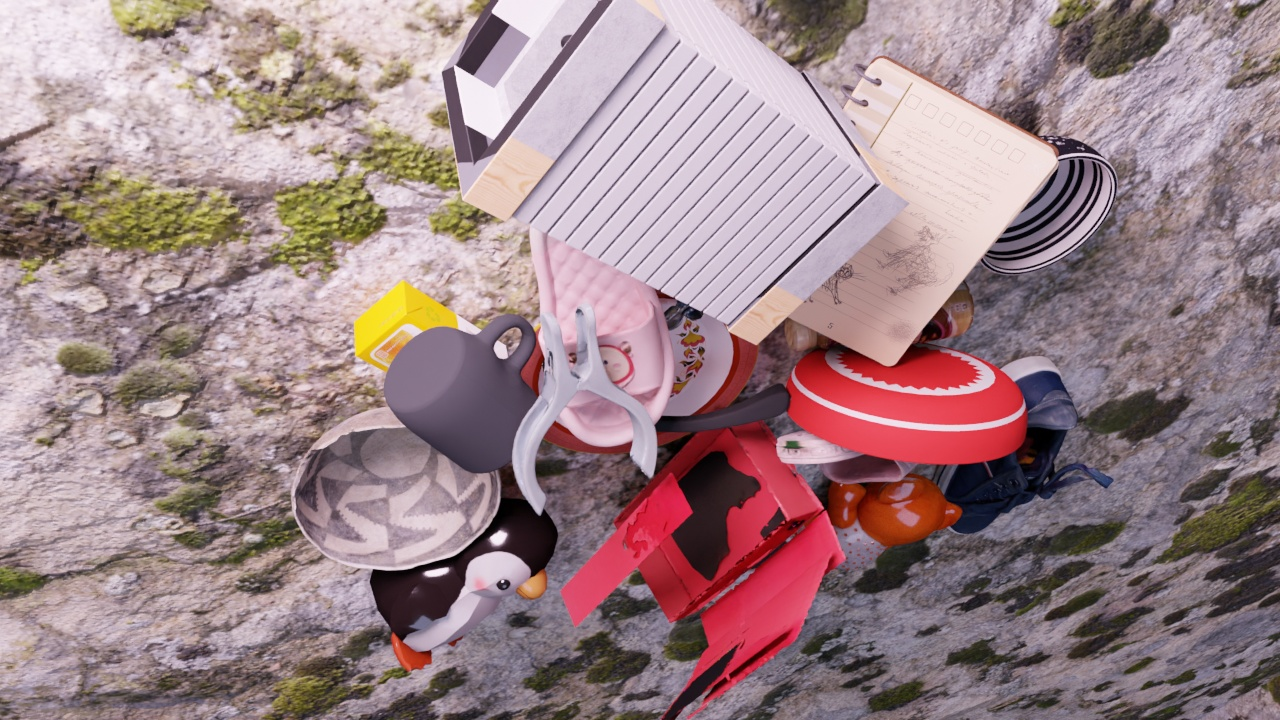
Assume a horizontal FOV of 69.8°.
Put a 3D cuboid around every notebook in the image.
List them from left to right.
[{"bbox_3d":[0.190,-0.108,0.730,0.167,0.024,0.226,26,127,-5],"label":"notebook"}]

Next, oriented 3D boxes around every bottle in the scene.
[{"bbox_3d":[0.215,-0.038,0.836,0.166,0.059,0.060,-10,138,-7],"label":"bottle"}]

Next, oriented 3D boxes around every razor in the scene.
[{"bbox_3d":[-0.017,-0.018,0.772,0.144,0.022,0.043,-24,137,8],"label":"razor"}]

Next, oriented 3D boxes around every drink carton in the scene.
[{"bbox_3d":[-0.167,-0.007,0.755,0.059,0.040,0.122,-36,135,19],"label":"drink carton"}]

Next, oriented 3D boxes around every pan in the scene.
[{"bbox_3d":[0.162,0.033,0.817,0.356,0.208,0.067,1,109,-4],"label":"pan"}]

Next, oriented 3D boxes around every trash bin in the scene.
[{"bbox_3d":[0.021,-0.145,0.595,0.246,0.142,0.143,23,124,-36],"label":"trash bin"}]

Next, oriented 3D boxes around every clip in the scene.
[{"bbox_3d":[-0.070,0.051,0.693,0.158,0.030,0.174,-32,121,-15],"label":"clip"}]

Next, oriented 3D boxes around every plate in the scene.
[{"bbox_3d":[-0.005,0.005,0.836,0.229,0.021,0.230,-9,138,-9],"label":"plate"}]

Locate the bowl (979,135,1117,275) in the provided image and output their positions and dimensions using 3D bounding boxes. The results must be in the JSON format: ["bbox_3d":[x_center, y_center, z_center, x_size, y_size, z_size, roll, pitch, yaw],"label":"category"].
[{"bbox_3d":[0.319,-0.138,0.760,0.120,0.066,0.120,-10,138,-9],"label":"bowl"}]

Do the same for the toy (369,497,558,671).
[{"bbox_3d":[-0.170,0.195,0.912,0.184,0.140,0.159,-33,174,18],"label":"toy"}]

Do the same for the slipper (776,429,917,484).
[{"bbox_3d":[0.219,0.089,0.896,0.094,0.064,0.238,-6,180,41],"label":"slipper"}]

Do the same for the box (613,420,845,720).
[{"bbox_3d":[0.093,0.223,0.880,0.121,0.317,0.212,16,132,-30],"label":"box"}]

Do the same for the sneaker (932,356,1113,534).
[{"bbox_3d":[0.429,0.136,1.048,0.120,0.127,0.295,-8,139,-9],"label":"sneaker"}]

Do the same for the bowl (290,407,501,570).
[{"bbox_3d":[-0.216,0.100,0.821,0.178,0.081,0.179,-7,129,-9],"label":"bowl"}]

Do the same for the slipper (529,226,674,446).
[{"bbox_3d":[-0.031,-0.029,0.726,0.107,0.055,0.222,-8,115,3],"label":"slipper"}]

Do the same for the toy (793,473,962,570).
[{"bbox_3d":[0.273,0.180,1.075,0.173,0.092,0.163,-32,135,33],"label":"toy"}]

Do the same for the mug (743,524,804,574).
[{"bbox_3d":[0.134,0.179,1.018,0.105,0.089,0.074,7,133,-25],"label":"mug"}]

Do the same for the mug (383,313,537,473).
[{"bbox_3d":[-0.127,0.015,0.709,0.121,0.085,0.094,-50,136,-7],"label":"mug"}]
